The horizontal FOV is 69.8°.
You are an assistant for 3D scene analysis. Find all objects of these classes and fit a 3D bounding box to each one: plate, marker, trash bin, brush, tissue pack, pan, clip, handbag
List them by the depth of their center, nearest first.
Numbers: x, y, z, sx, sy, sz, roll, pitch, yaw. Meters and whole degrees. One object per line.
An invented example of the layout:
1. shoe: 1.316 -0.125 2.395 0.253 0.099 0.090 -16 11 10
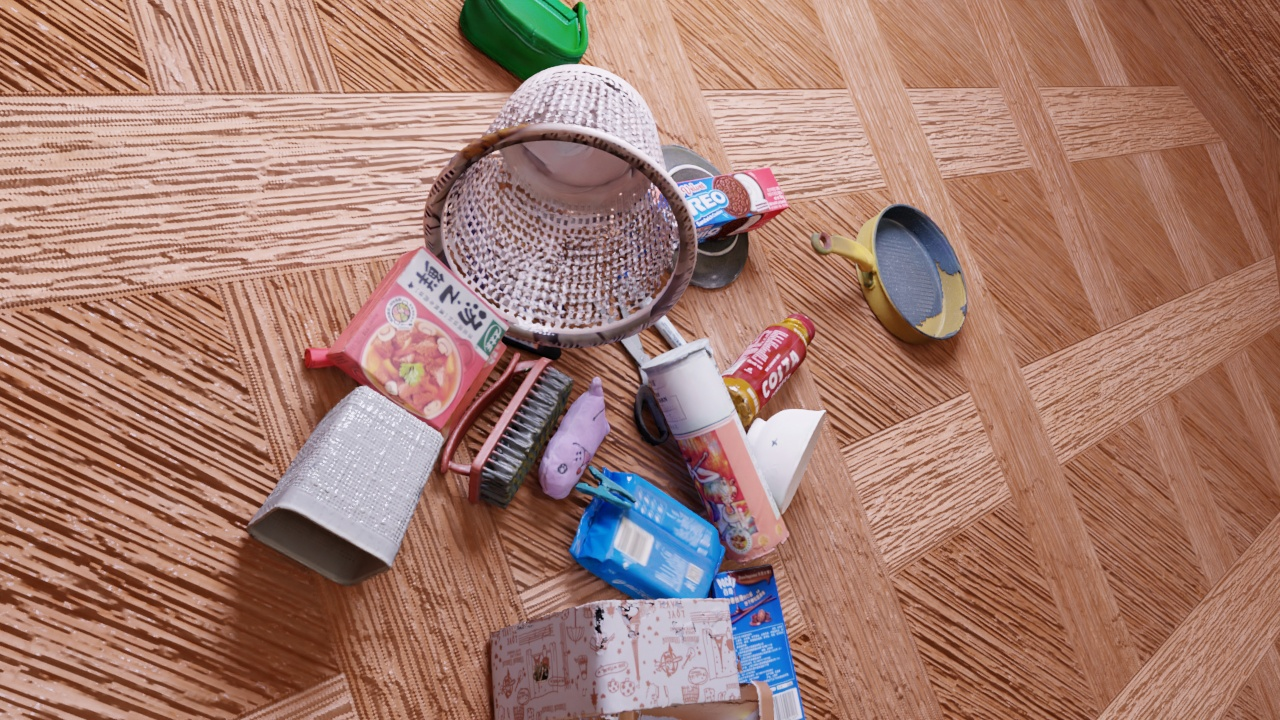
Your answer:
1. marker: -0.207 -0.005 0.770 0.145 0.017 0.017 -4 75 -39
2. brush: -0.114 0.052 0.797 0.069 0.063 0.145 24 53 5
3. clip: -0.029 0.115 0.811 0.057 0.015 0.049 23 60 21
4. trash bin: -0.063 -0.155 0.823 0.227 0.228 0.191 32 37 -25
5. marker: -0.125 -0.024 0.845 0.123 0.015 0.018 21 59 -34
6. tissue pack: 0.009 0.174 0.847 0.157 0.052 0.094 36 56 -22
7. handbag: -0.114 -0.359 0.948 0.131 0.068 0.120 28 56 -28
8. marker: 0.023 -0.038 0.966 0.146 0.017 0.016 51 50 -11
9. plate: 0.064 -0.168 1.044 0.179 0.024 0.179 15 64 -34
10. pan: 0.320 -0.124 1.193 0.356 0.078 0.197 1 72 -38

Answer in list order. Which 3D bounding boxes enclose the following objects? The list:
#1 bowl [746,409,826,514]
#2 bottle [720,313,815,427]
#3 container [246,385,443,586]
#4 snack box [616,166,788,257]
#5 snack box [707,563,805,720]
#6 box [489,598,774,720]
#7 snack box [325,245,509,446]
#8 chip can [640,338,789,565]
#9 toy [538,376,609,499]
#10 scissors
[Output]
1. bowl: 0.143 0.096 0.967 0.065 0.118 0.118 22 50 17
2. bottle: 0.138 0.006 1.011 0.057 0.058 0.174 55 49 -8
3. container: -0.214 0.091 0.681 0.090 0.090 0.114 37 50 -22
4. snack box: 0.070 -0.162 0.993 0.207 0.058 0.057 -19 81 -41
5. snack box: 0.109 0.284 0.899 0.084 0.026 0.157 1 72 -38
6. box: -0.010 0.293 0.703 0.156 0.184 0.192 11 63 -35
7. snack box: -0.172 -0.010 0.757 0.127 0.044 0.113 44 60 -27
8. chip can: 0.076 0.090 0.906 0.071 0.071 0.215 -30 99 -42
9. toy: -0.059 0.078 0.831 0.084 0.039 0.107 78 34 -52
10. scissors: 0.005 0.006 0.938 0.170 0.014 0.159 23 58 -28
